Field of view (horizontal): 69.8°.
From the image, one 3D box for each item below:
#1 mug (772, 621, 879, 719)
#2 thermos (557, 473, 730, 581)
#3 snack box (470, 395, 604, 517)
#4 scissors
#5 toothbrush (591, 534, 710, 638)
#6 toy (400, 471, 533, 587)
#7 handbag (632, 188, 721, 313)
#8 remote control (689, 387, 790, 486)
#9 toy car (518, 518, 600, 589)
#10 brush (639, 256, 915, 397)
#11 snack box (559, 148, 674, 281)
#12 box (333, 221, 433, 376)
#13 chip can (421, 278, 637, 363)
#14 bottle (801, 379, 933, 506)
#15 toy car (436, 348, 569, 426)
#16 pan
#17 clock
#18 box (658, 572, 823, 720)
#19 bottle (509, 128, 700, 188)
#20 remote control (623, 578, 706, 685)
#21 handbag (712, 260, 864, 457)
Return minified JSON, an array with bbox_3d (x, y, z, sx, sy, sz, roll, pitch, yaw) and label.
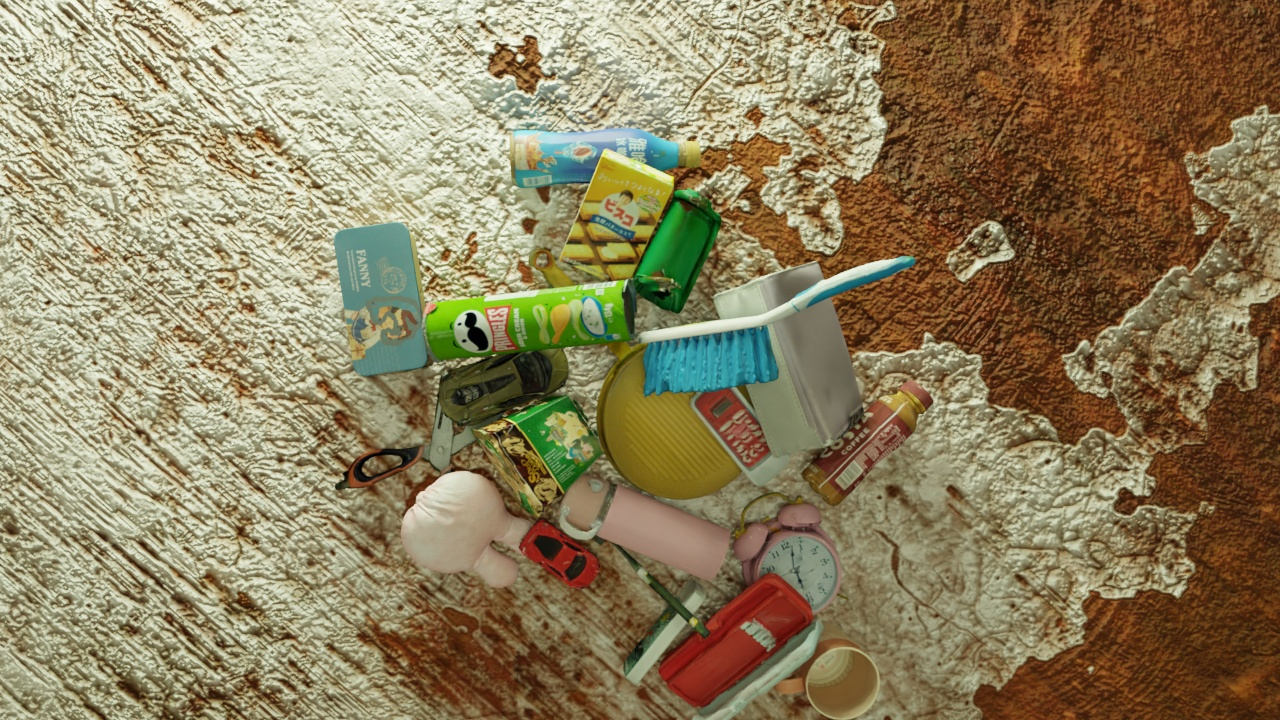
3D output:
[{"bbox_3d":[0.207,0.361,1.070,0.114,0.106,0.081,-11,92,-3],"label":"mug"},{"bbox_3d":[0.001,0.197,1.065,0.198,0.087,0.067,23,126,-6],"label":"thermos"},{"bbox_3d":[-0.112,0.100,1.046,0.105,0.118,0.118,-34,99,-18],"label":"snack box"},{"bbox_3d":[-0.243,0.125,1.080,0.222,0.015,0.189,-28,94,-6],"label":"scissors"},{"bbox_3d":[0.008,0.257,1.067,0.186,0.012,0.017,40,96,20],"label":"toothbrush"},{"bbox_3d":[-0.195,0.199,1.058,0.159,0.054,0.121,39,84,-25],"label":"toy"},{"bbox_3d":[0.043,-0.123,1.042,0.068,0.120,0.131,25,89,0],"label":"handbag"},{"bbox_3d":[0.115,0.081,1.056,0.056,0.020,0.136,-40,100,-6],"label":"remote control"},{"bbox_3d":[-0.091,0.230,1.076,0.106,0.031,0.049,41,82,-24],"label":"toy car"},{"bbox_3d":[0.132,-0.030,0.952,0.315,0.060,0.109,-7,93,29],"label":"brush"},{"bbox_3d":[-0.028,-0.160,1.047,0.087,0.033,0.141,22,118,-8],"label":"snack box"},{"bbox_3d":[-0.293,-0.074,1.051,0.090,0.062,0.184,-11,94,-4],"label":"box"},{"bbox_3d":[-0.122,-0.045,1.028,0.236,0.072,0.072,-6,92,11],"label":"chip can"},{"bbox_3d":[0.273,0.096,1.092,0.175,0.057,0.057,-43,93,-2],"label":"bottle"},{"bbox_3d":[-0.158,0.023,1.068,0.158,0.042,0.070,-23,93,-13],"label":"toy car"},{"bbox_3d":[-0.006,0.006,1.080,0.197,0.078,0.357,-42,100,-5],"label":"pan"},{"bbox_3d":[0.174,0.231,1.088,0.117,0.060,0.158,-26,93,-1],"label":"clock"},{"bbox_3d":[0.109,0.343,1.034,0.095,0.101,0.202,43,111,-6],"label":"box"},{"bbox_3d":[-0.040,-0.236,1.061,0.218,0.065,0.065,-3,91,-4],"label":"bottle"},{"bbox_3d":[0.028,0.318,1.083,0.019,0.056,0.135,39,89,-3],"label":"remote control"},{"bbox_3d":[0.175,-0.006,1.049,0.144,0.099,0.197,-21,92,-48],"label":"handbag"}]
